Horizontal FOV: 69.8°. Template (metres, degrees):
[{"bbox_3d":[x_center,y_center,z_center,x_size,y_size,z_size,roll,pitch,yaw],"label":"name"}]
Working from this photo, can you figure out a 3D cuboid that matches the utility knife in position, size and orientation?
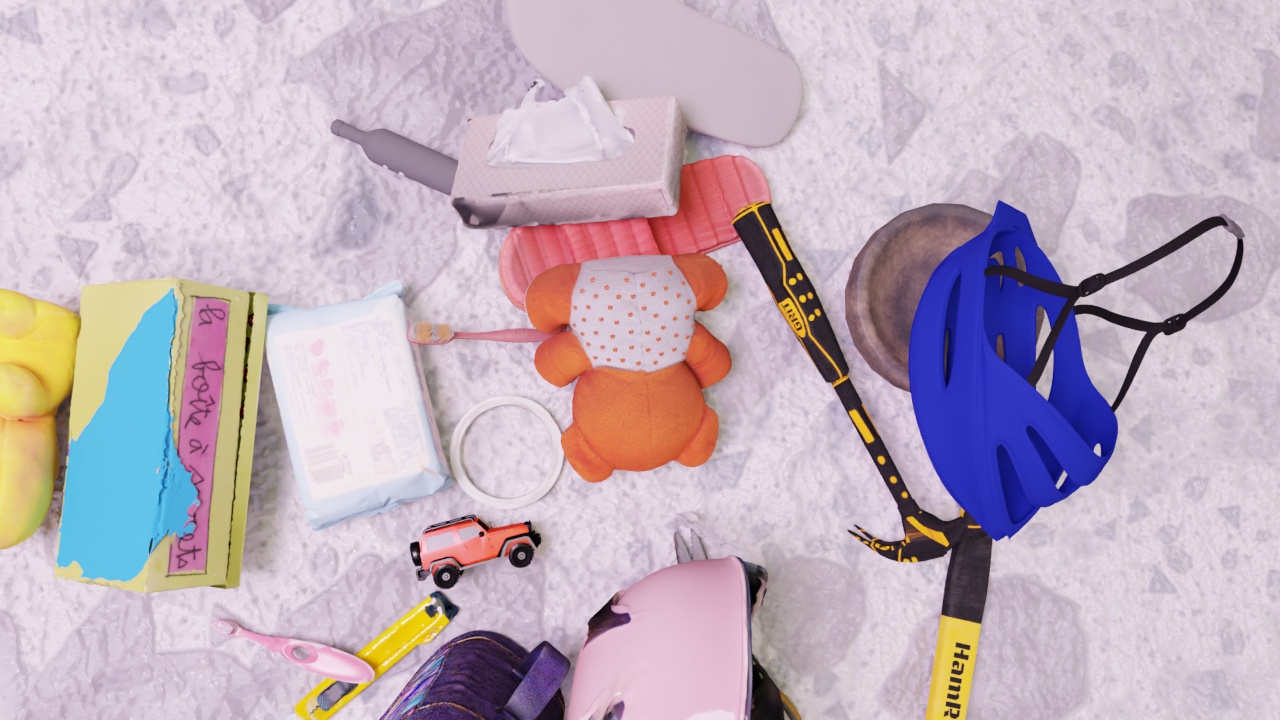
[{"bbox_3d":[-0.236,0.260,0.722,0.218,0.019,0.030,-39,80,-6],"label":"utility knife"}]

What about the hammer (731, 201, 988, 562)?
[{"bbox_3d":[0.159,0.016,0.744,0.036,0.124,0.320,-23,83,-41],"label":"hammer"}]

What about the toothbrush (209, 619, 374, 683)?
[{"bbox_3d":[-0.270,0.224,0.711,0.135,0.016,0.021,17,70,4],"label":"toothbrush"}]

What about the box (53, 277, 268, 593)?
[{"bbox_3d":[-0.352,0.055,0.674,0.125,0.081,0.221,-3,84,30],"label":"box"}]

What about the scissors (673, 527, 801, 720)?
[{"bbox_3d":[0.076,0.244,0.753,0.134,0.016,0.228,-6,85,-5],"label":"scissors"}]

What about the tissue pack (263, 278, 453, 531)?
[{"bbox_3d":[-0.222,0.031,0.720,0.112,0.070,0.182,-14,83,-8],"label":"tissue pack"}]

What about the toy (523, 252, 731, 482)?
[{"bbox_3d":[-0.004,0.004,0.724,0.163,0.093,0.172,-6,97,-11],"label":"toy"}]

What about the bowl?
[{"bbox_3d":[0.248,-0.046,0.775,0.162,0.070,0.162,1,84,-6],"label":"bowl"}]

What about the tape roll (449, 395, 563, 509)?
[{"bbox_3d":[-0.109,0.075,0.754,0.093,0.013,0.093,1,83,-6],"label":"tape roll"}]

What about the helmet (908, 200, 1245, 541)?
[{"bbox_3d":[0.295,-0.004,0.631,0.147,0.228,0.241,13,69,-38],"label":"helmet"}]

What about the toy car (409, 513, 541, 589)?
[{"bbox_3d":[-0.129,0.146,0.725,0.100,0.051,0.049,-14,87,-7],"label":"toy car"}]

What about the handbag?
[{"bbox_3d":[-0.130,0.289,0.637,0.125,0.205,0.222,41,87,-1],"label":"handbag"}]

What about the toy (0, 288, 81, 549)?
[{"bbox_3d":[-0.473,0.044,0.683,0.087,0.135,0.193,15,73,-48],"label":"toy"}]

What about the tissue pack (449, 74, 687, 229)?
[{"bbox_3d":[-0.060,-0.165,0.724,0.182,0.071,0.103,-1,66,19],"label":"tissue pack"}]

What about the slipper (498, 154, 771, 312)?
[{"bbox_3d":[-0.002,-0.115,0.763,0.248,0.059,0.103,-22,87,-9],"label":"slipper"}]

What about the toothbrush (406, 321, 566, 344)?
[{"bbox_3d":[-0.094,-0.021,0.736,0.184,0.016,0.015,1,74,-28],"label":"toothbrush"}]

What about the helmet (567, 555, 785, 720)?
[{"bbox_3d":[0.026,0.248,0.624,0.152,0.256,0.229,0,48,8],"label":"helmet"}]

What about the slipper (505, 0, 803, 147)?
[{"bbox_3d":[0.010,-0.258,0.779,0.265,0.080,0.113,15,103,-19],"label":"slipper"}]

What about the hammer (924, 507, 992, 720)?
[{"bbox_3d":[0.259,0.246,0.768,0.170,0.034,0.324,13,81,-3],"label":"hammer"}]

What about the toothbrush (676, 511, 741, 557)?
[{"bbox_3d":[0.052,0.127,0.680,0.010,0.182,0.010,-13,90,-11],"label":"toothbrush"}]

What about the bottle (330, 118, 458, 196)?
[{"bbox_3d":[-0.203,-0.172,0.762,0.113,0.030,0.030,23,82,-3],"label":"bottle"}]
